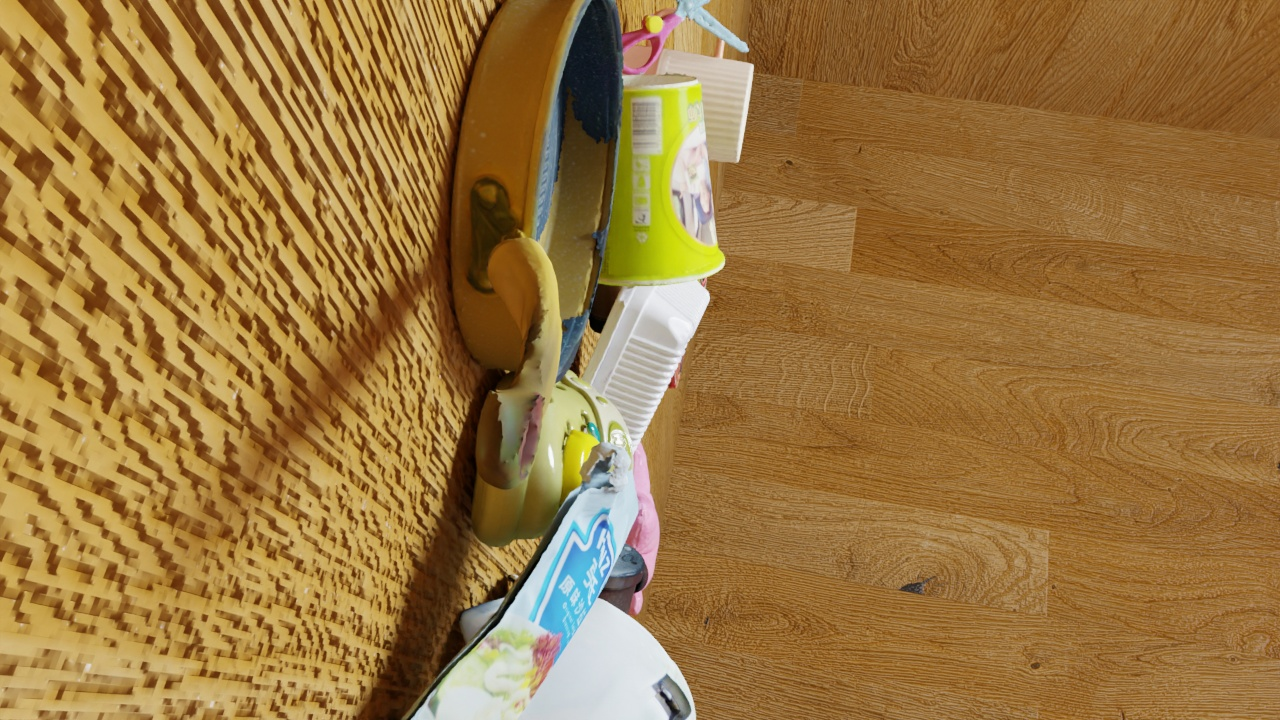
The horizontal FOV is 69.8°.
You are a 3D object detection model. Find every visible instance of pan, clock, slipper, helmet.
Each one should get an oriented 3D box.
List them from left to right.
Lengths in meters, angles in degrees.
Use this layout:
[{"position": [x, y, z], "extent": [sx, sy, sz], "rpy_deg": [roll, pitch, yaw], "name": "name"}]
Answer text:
[{"position": [-0.041, -0.052, 0.395], "extent": [0.356, 0.078, 0.198], "rpy_deg": [-69, 167, -64], "name": "pan"}, {"position": [-0.043, 0.048, 0.538], "extent": [0.190, 0.081, 0.092], "rpy_deg": [-60, 156, -81], "name": "slipper"}, {"position": [-0.039, 0.255, 0.572], "extent": [0.259, 0.146, 0.228], "rpy_deg": [82, 18, -72], "name": "helmet"}, {"position": [-0.038, 0.182, 0.781], "extent": [0.121, 0.082, 0.055], "rpy_deg": [-23, 127, -75], "name": "clock"}]

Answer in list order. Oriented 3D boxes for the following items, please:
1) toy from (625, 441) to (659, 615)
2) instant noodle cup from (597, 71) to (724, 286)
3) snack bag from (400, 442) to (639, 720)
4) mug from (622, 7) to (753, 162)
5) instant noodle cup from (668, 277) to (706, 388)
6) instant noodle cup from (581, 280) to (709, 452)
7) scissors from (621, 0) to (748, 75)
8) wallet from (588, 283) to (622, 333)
[{"position": [-0.017, 0.174, 0.963], "extent": [0.179, 0.074, 0.194], "rpy_deg": [122, -27, -59], "name": "toy"}, {"position": [0.001, -0.123, 0.606], "extent": [0.111, 0.112, 0.123], "rpy_deg": [-67, 158, -67], "name": "instant noodle cup"}, {"position": [-0.055, 0.127, 0.437], "extent": [0.190, 0.039, 0.110], "rpy_deg": [-52, 150, -30], "name": "snack bag"}, {"position": [0.035, -0.221, 0.737], "extent": [0.081, 0.106, 0.115], "rpy_deg": [-59, 158, -75], "name": "mug"}, {"position": [0.023, -0.081, 0.962], "extent": [0.165, 0.079, 0.188], "rpy_deg": [87, 12, -51], "name": "instant noodle cup"}, {"position": [-0.004, 0.004, 0.699], "extent": [0.174, 0.060, 0.137], "rpy_deg": [-63, 178, 26], "name": "instant noodle cup"}, {"position": [0.028, -0.266, 0.672], "extent": [0.131, 0.133, 0.017], "rpy_deg": [62, -8, -28], "name": "scissors"}, {"position": [-0.025, -0.091, 0.740], "extent": [0.115, 0.033, 0.090], "rpy_deg": [87, 14, -50], "name": "wallet"}]
